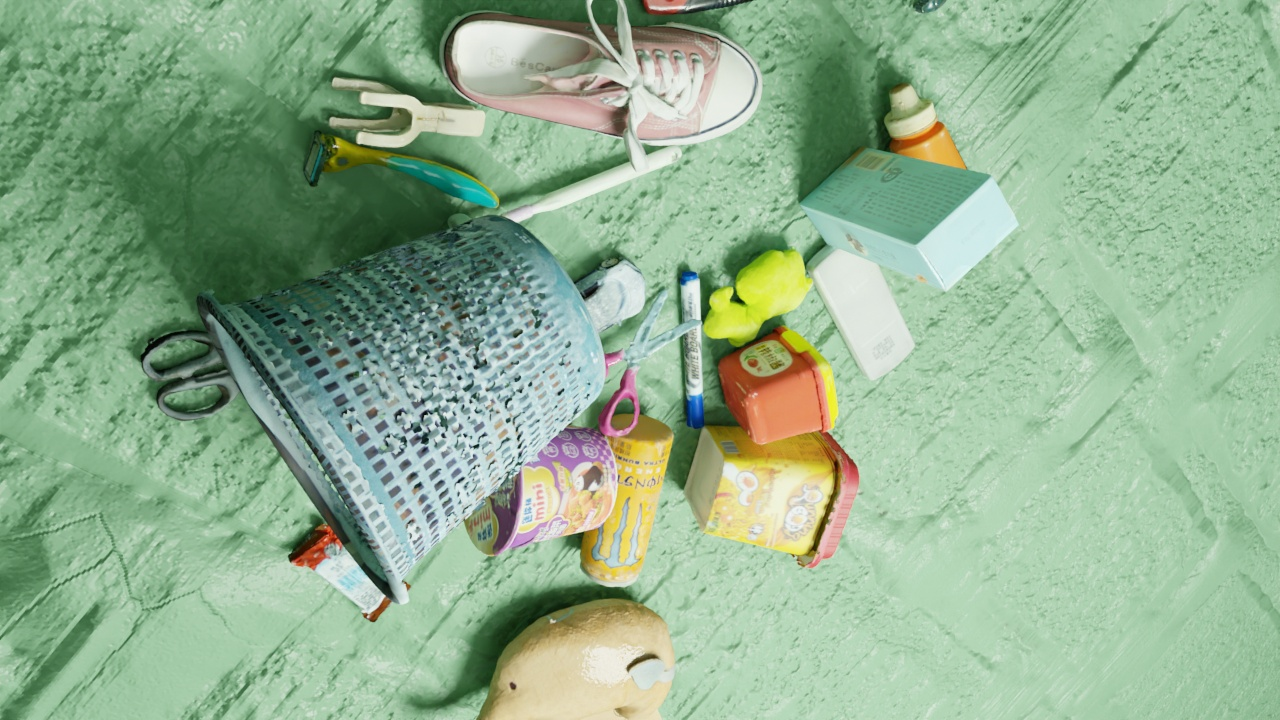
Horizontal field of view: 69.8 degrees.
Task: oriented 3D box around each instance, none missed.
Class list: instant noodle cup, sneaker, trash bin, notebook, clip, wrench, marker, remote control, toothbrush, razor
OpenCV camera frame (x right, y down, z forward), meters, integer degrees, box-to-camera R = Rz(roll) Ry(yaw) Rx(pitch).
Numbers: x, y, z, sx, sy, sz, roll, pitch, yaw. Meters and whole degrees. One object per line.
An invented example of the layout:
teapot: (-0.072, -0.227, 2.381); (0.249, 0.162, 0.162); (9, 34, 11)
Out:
instant noodle cup: (0.113, 0.114, 0.830); (0.123, 0.116, 0.116); (9, 110, -16)
sneaker: (-0.014, -0.193, 0.633); (0.240, 0.088, 0.118); (1, 112, -24)
trash bin: (-0.140, 0.012, 0.606); (0.194, 0.227, 0.227); (-33, 124, -25)
notebook: (-0.034, 0.432, 0.968); (0.147, 0.008, 0.208); (-26, 122, -11)
clip: (-0.152, -0.158, 0.602); (0.102, 0.095, 0.035); (7, 110, -15)
wrench: (0.126, -0.289, 0.696); (0.273, 0.016, 0.056); (-11, 117, -20)
marker: (0.045, -0.007, 0.791); (0.016, 0.017, 0.146); (-14, 118, -19)
instant noodle cup: (-0.079, 0.096, 0.734); (0.099, 0.111, 0.112); (2, 113, -34)
remote control: (0.203, -0.049, 0.840); (0.058, 0.021, 0.150); (-38, 123, -4)
toothbrush: (-0.053, -0.127, 0.690); (0.189, 0.020, 0.029); (-24, 125, -14)
razor: (-0.161, -0.128, 0.633); (0.132, 0.028, 0.043); (10, 144, -27)

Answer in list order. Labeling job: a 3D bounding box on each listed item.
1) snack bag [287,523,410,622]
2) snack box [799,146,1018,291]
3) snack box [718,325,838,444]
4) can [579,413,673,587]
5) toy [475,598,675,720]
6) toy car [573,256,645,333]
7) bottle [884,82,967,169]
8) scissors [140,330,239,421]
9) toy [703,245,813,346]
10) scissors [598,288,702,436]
snack bag: (-0.234, 0.173, 0.743); (0.045, 0.026, 0.105); (-45, 125, -10)
snack box: (0.203, -0.115, 0.718); (0.074, 0.175, 0.051); (-43, 117, -1)
snack box: (0.118, 0.025, 0.798); (0.080, 0.091, 0.082); (-21, 120, -7)
can: (-0.014, 0.121, 0.800); (0.058, 0.058, 0.146); (2, 112, -25)
toy: (-0.076, 0.291, 0.840); (0.225, 0.082, 0.143); (-8, 108, -18)
toy car: (-0.040, -0.041, 0.728); (0.105, 0.031, 0.049); (-33, 123, -8)
bottle: (0.245, -0.167, 0.784); (0.066, 0.067, 0.149); (-33, 115, -7)
scissors: (-0.259, 0.002, 0.662); (0.175, 0.014, 0.133); (16, 105, -33)
toy: (0.101, -0.055, 0.784); (0.096, 0.031, 0.100); (16, 112, -41)
scissors: (-0.003, 0.005, 0.751); (0.135, 0.017, 0.108); (-26, 82, -7)
